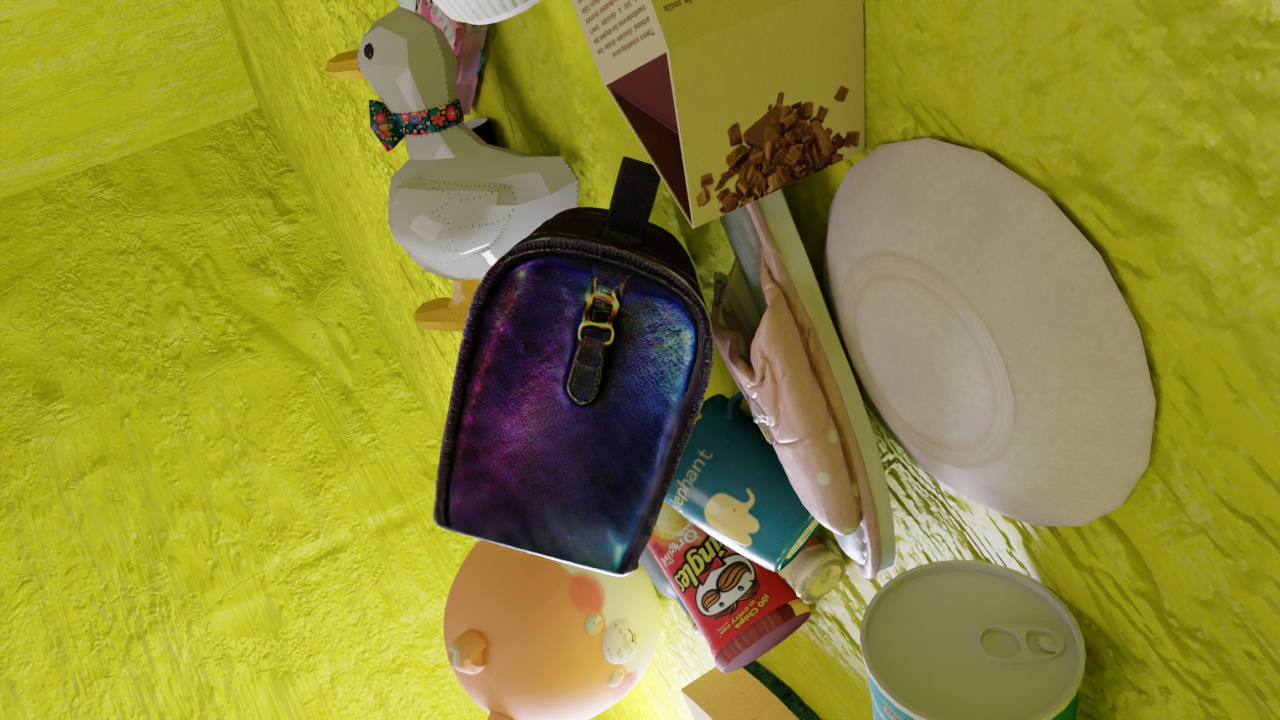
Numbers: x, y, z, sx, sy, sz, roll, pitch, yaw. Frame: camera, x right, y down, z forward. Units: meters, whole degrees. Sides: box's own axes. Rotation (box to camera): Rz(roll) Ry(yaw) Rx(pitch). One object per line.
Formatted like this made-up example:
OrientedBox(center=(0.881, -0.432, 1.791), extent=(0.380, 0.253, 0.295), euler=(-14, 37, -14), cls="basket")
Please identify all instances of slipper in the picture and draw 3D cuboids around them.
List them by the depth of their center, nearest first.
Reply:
OrientedBox(center=(0.072, -0.007, 0.492), extent=(0.114, 0.054, 0.274), euler=(-104, -6, -82), cls="slipper")

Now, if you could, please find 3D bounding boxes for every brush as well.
OrientedBox(center=(0.146, 0.433, 0.897), extent=(0.195, 0.075, 0.250), euler=(28, 141, 60), cls="brush")

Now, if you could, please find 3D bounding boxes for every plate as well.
OrientedBox(center=(0.135, -0.005, 0.412), extent=(0.188, 0.027, 0.189), euler=(52, 158, 30), cls="plate")

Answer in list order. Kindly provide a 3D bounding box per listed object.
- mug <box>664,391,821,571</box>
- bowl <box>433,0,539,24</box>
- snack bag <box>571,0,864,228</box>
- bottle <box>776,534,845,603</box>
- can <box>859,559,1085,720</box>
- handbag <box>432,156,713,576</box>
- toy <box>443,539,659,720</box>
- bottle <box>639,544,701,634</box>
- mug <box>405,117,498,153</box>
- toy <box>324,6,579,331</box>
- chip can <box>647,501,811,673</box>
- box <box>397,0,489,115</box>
OrientedBox(center=(0.075, 0.074, 0.606), extent=(0.104, 0.084, 0.112), euler=(38, 122, 21), cls="mug")
OrientedBox(center=(-0.093, -0.258, 0.568), extent=(0.115, 0.115, 0.062), euler=(44, 169, 44), cls="bowl")
OrientedBox(center=(0.025, -0.169, 0.381), extent=(0.070, 0.094, 0.206), euler=(12, 127, 67), cls="snack bag")
OrientedBox(center=(0.099, 0.125, 0.663), extent=(0.109, 0.044, 0.044), euler=(43, 153, 45), cls="bottle")
OrientedBox(center=(0.169, 0.189, 0.470), extent=(0.099, 0.099, 0.144), euler=(39, 150, 52), cls="can")
OrientedBox(center=(-0.030, -0.010, 0.550), extent=(0.204, 0.125, 0.222), euler=(-86, 13, -76), cls="handbag")
OrientedBox(center=(-0.112, 0.323, 1.133), extent=(0.266, 0.279, 0.263), euler=(-1, 117, 39), cls="toy")
OrientedBox(center=(0.028, 0.206, 0.952), extent=(0.161, 0.046, 0.072), euler=(55, 160, 23), cls="bottle")
OrientedBox(center=(-0.178, -0.187, 0.927), extent=(0.121, 0.085, 0.094), euler=(-119, 10, -66), cls="mug")
OrientedBox(center=(-0.155, -0.161, 0.789), extent=(0.247, 0.140, 0.268), euler=(14, 125, 29), cls="toy")
OrientedBox(center=(0.045, 0.143, 0.764), extent=(0.213, 0.087, 0.087), euler=(55, 160, 26), cls="chip can")
OrientedBox(center=(-0.189, -0.332, 0.824), extent=(0.159, 0.035, 0.231), euler=(63, 162, 1), cls="box")
